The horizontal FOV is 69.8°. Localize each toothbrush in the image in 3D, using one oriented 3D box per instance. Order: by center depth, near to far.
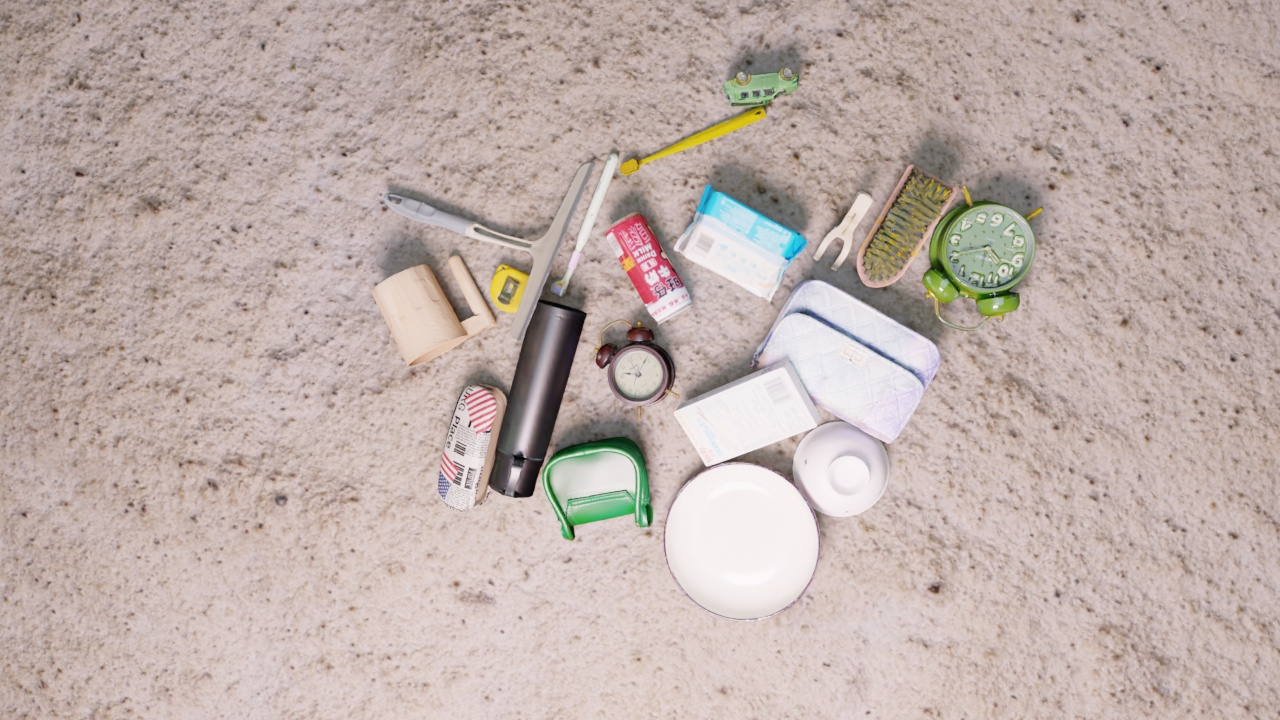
[{"bbox_3d":[0.062,-0.268,1.122,0.190,0.016,0.015,-21,92,8],"label":"toothbrush"},{"bbox_3d":[-0.068,-0.169,1.145,0.020,0.029,0.189,19,97,-37],"label":"toothbrush"}]

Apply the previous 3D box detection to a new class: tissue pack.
[{"bbox_3d":[0.120,-0.140,1.101,0.140,0.063,0.090,29,99,5],"label":"tissue pack"}]

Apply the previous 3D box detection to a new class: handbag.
[{"bbox_3d":[0.244,-0.004,1.089,0.194,0.075,0.134,29,99,5],"label":"handbag"},{"bbox_3d":[-0.053,0.159,1.142,0.131,0.068,0.120,-13,93,8],"label":"handbag"}]

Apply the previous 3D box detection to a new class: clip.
[{"bbox_3d":[0.245,-0.155,1.095,0.034,0.060,0.097,32,108,4],"label":"clip"}]

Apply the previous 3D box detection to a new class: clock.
[{"bbox_3d":[0.396,-0.113,1.072,0.116,0.056,0.161,17,96,7],"label":"clock"},{"bbox_3d":[-0.007,0.007,1.131,0.082,0.055,0.122,-30,88,8],"label":"clock"}]

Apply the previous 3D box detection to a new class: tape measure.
[{"bbox_3d":[-0.161,-0.089,1.157,0.060,0.029,0.057,25,97,5],"label":"tape measure"}]

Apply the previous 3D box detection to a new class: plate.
[{"bbox_3d":[0.125,0.220,1.128,0.193,0.039,0.192,-1,85,14],"label":"plate"}]

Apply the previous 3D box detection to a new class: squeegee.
[{"bbox_3d":[-0.209,-0.166,1.153,0.247,0.039,0.246,18,78,12],"label":"squeegee"}]

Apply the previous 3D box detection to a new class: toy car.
[{"bbox_3d":[0.145,-0.326,1.095,0.091,0.043,0.036,-8,90,9],"label":"toy car"}]

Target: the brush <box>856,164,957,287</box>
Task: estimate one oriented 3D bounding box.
[{"bbox_3d":[0.304,-0.150,1.074,0.063,0.073,0.146,30,102,5],"label":"brush"}]

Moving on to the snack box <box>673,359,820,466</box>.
[{"bbox_3d":[0.126,0.065,1.099,0.157,0.026,0.085,-24,104,30],"label":"snack box"}]

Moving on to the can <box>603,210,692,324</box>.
[{"bbox_3d":[0.010,-0.113,1.121,0.053,0.053,0.132,-30,90,8],"label":"can"}]

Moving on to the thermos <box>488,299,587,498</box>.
[{"bbox_3d":[-0.128,0.050,1.133,0.068,0.090,0.242,14,96,-11],"label":"thermos"}]

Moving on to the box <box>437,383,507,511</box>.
[{"bbox_3d":[-0.220,0.110,1.155,0.075,0.077,0.164,17,99,11],"label":"box"}]

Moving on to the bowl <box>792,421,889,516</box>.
[{"bbox_3d":[0.245,0.135,1.101,0.118,0.064,0.118,0,91,4],"label":"bowl"}]

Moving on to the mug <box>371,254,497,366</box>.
[{"bbox_3d":[-0.259,-0.065,1.152,0.124,0.084,0.103,-28,89,-16],"label":"mug"}]
